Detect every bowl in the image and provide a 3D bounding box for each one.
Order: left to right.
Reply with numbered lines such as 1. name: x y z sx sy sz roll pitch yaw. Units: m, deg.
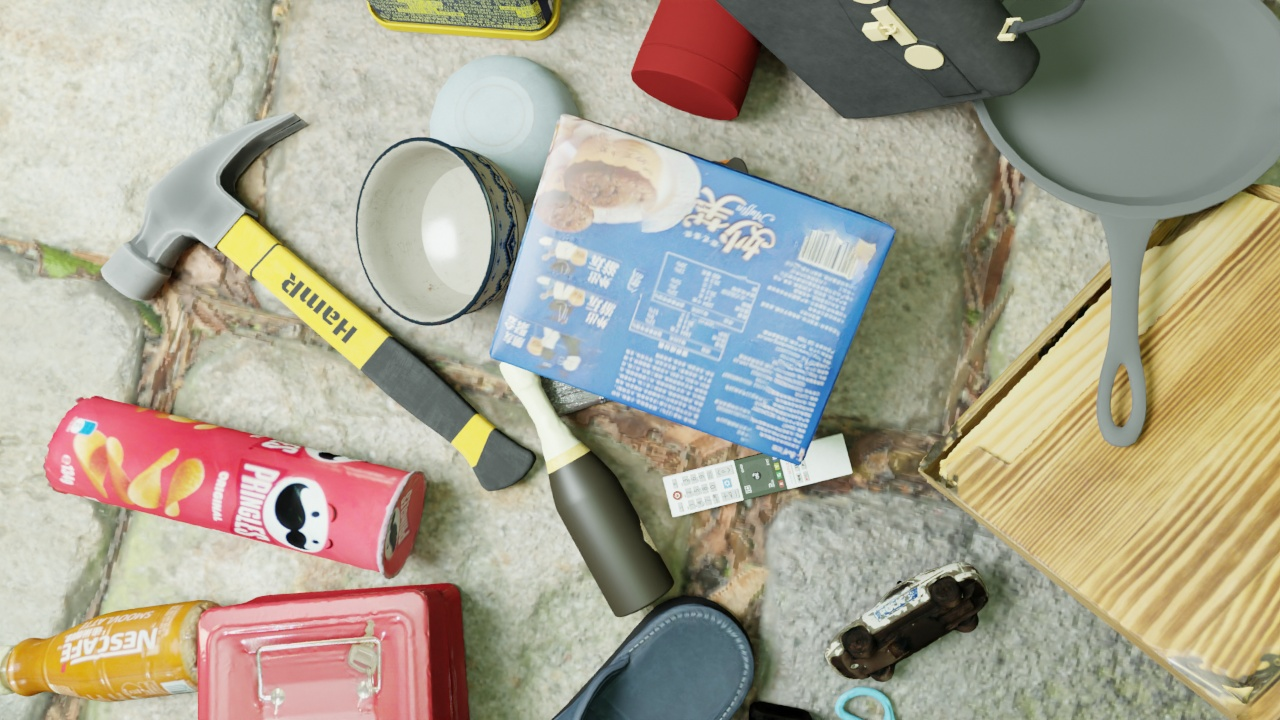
1. bowl: -0.120 -0.083 0.591 0.116 0.059 0.115 6 101 30
2. bowl: -0.095 -0.161 0.624 0.106 0.039 0.106 0 88 3

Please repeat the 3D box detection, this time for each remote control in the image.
1. remote control: 0.079 0.077 0.619 0.124 0.012 0.028 -14 87 3

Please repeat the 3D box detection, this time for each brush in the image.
1. brush: -0.004 0.004 0.626 0.151 0.012 0.039 -16 89 3

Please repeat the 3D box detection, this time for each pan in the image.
1. pan: 0.303 -0.117 0.574 0.217 0.024 0.354 7 74 11

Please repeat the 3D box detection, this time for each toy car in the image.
1. toy car: 0.171 0.168 0.595 0.113 0.040 0.048 -34 126 7

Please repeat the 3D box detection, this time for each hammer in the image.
1. hammer: -0.201 -0.028 0.632 0.324 0.034 0.170 40 89 3
2. hammer: 0.068 0.392 0.596 0.131 0.039 0.328 9 88 5

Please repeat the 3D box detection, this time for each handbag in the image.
1. handbag: 0.149 -0.204 0.500 0.175 0.196 0.072 27 89 -39

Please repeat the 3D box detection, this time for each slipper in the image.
1. slipper: -0.024 0.273 0.582 0.109 0.083 0.265 37 92 2

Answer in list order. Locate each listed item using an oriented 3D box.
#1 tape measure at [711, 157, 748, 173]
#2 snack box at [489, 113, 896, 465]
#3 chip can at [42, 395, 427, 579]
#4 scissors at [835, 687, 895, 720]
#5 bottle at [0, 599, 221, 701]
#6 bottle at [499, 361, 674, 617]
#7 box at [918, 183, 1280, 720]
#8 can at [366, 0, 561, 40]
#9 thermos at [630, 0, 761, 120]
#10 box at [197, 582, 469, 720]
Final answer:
1. tape measure: 0.048 -0.101 0.617 0.058 0.038 0.058 -16 87 -11
2. snack box: 0.029 -0.045 0.567 0.203 0.069 0.155 19 105 1
3. chip can: -0.266 0.082 0.610 0.233 0.073 0.073 13 88 5
4. scissors: 0.185 0.254 0.609 0.142 0.015 0.095 -4 87 -3
5. bottle: -0.363 0.200 0.617 0.167 0.059 0.059 -9 87 6
6. bottle: -0.041 0.078 0.606 0.045 0.045 0.184 -29 88 2
7. box: 0.402 0.096 0.549 0.279 0.286 0.336 -45 44 2
8. can: -0.125 -0.269 0.598 0.135 0.104 0.075 5 88 3
9. thermos: 0.053 -0.270 0.602 0.108 0.084 0.198 21 91 21
10. box: -0.195 0.214 0.597 0.158 0.097 0.129 -5 83 7
